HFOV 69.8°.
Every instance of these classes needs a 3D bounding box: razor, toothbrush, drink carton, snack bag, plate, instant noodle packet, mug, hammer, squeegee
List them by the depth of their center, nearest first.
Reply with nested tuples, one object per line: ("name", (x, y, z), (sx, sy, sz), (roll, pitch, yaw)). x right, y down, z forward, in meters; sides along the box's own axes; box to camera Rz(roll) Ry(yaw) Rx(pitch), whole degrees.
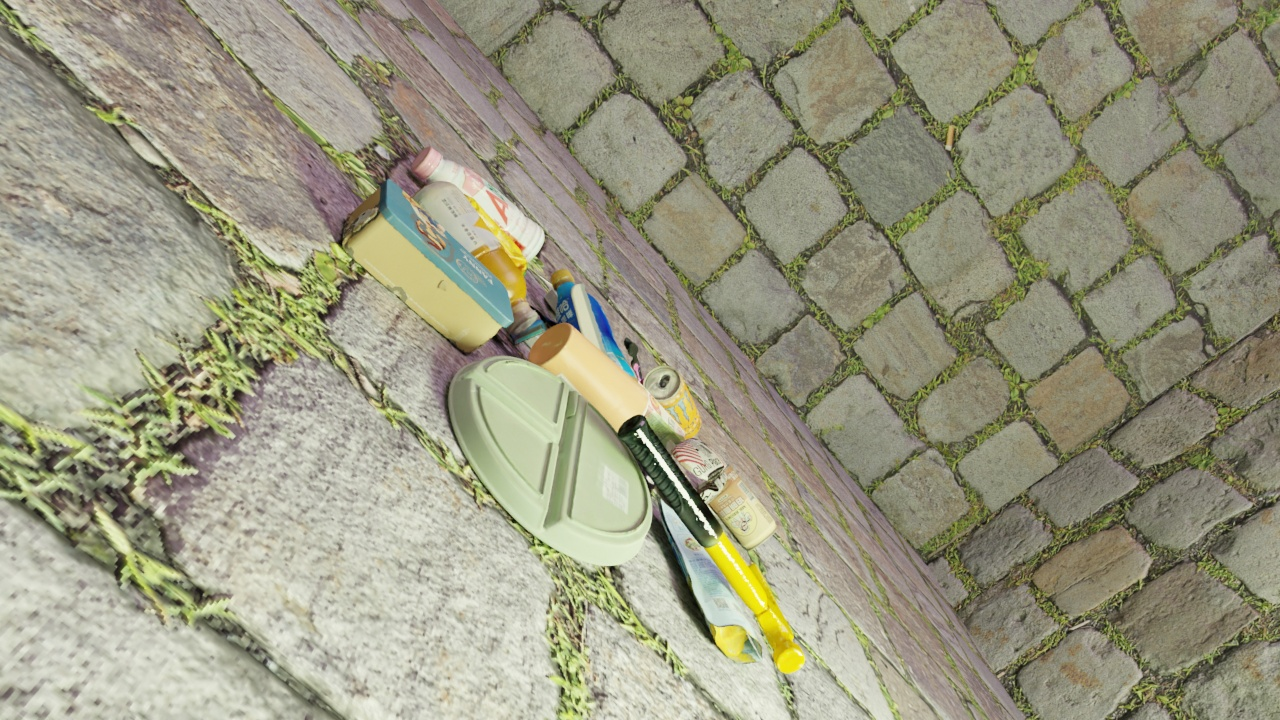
("plate", (-0.073, 0.081, 0.824), (0.230, 0.028, 0.229), (39, 22, -19))
("hammer", (0.070, 0.176, 0.919), (0.301, 0.033, 0.128), (55, 3, -20))
("mug", (-0.057, 0.021, 0.959), (0.123, 0.078, 0.078), (46, 11, -32))
("snack bag", (0.070, 0.231, 0.987), (0.110, 0.039, 0.191), (38, 15, -38))
("squeegee", (-0.097, 0.020, 1.016), (0.246, 0.039, 0.246), (5, 64, -66))
("razor", (-0.160, -0.086, 1.062), (0.142, 0.042, 0.022), (62, -22, 4))
("instant noodle packet", (-0.198, -0.156, 1.137), (0.128, 0.044, 0.111), (47, -5, -28))
("toothbrush", (-0.007, 0.007, 1.223), (0.018, 0.014, 0.189), (54, -8, 17))
("drink carton", (0.005, 0.075, 1.229), (0.122, 0.045, 0.053), (48, 12, -13))
("toothbrush", (-0.121, -0.050, 1.229), (0.014, 0.016, 0.189), (50, 7, 20))

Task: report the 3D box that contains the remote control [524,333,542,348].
("remote control", (-0.153, -0.062, 1.103), (0.150, 0.021, 0.058), (49, 10, -13))

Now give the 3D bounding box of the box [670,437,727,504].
("box", (0.067, 0.142, 1.164), (0.086, 0.076, 0.162), (60, 14, 8))

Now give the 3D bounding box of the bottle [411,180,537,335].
("bottle", (-0.183, -0.112, 1.017), (0.189, 0.068, 0.068), (52, 11, 9))

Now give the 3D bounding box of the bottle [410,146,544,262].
("bottle", (-0.217, -0.206, 1.221), (0.197, 0.068, 0.068), (39, 15, -33))

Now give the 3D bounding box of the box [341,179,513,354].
("box", (-0.197, -0.084, 0.881), (0.184, 0.062, 0.089), (42, 14, -33))

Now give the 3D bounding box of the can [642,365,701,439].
("can", (0.047, 0.063, 1.322), (0.058, 0.058, 0.146), (57, -2, 31))

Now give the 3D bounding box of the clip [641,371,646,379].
("clip", (-0.025, 0.020, 1.304), (0.100, 0.072, 0.034), (40, 15, -35))

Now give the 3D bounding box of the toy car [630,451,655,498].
("toy car", (-0.017, 0.124, 0.968), (0.070, 0.042, 0.158), (47, 16, 1))

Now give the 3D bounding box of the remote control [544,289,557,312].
("remote control", (-0.086, -0.051, 1.338), (0.135, 0.019, 0.056), (43, 5, -35))

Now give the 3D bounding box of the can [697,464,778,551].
("can", (0.137, 0.207, 1.295), (0.116, 0.058, 0.058), (52, 11, 4))

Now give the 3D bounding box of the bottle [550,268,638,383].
("bottle", (-0.071, -0.036, 1.206), (0.065, 0.065, 0.218), (37, 21, -53))
